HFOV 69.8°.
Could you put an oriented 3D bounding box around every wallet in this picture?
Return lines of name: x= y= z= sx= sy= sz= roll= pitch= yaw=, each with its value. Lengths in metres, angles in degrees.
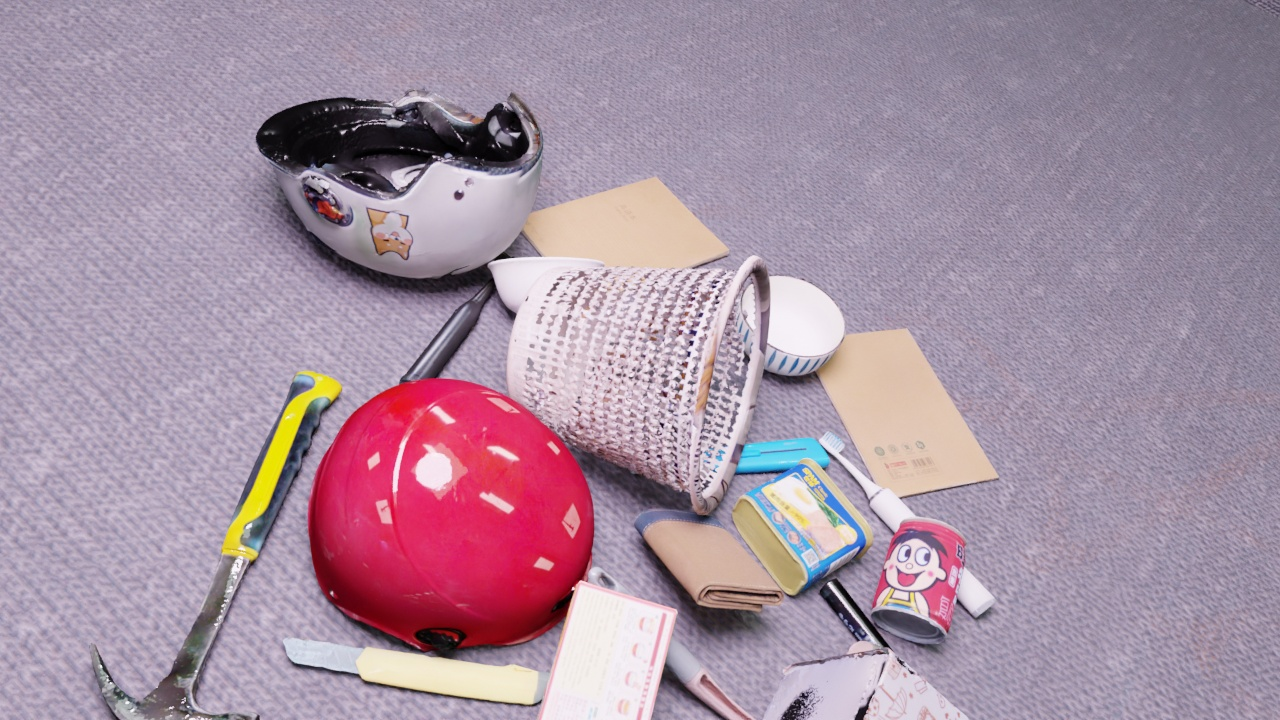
wallet: x=0.056 y=0.166 z=0.768 sx=0.090 sy=0.033 sz=0.115 roll=14 pitch=14 yaw=-31

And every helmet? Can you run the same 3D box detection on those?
helmet: x=-0.229 y=-0.168 z=0.920 sx=0.274 sy=0.157 sz=0.229 roll=4 pitch=34 yaw=10
helmet: x=-0.135 y=0.111 z=0.712 sx=0.240 sy=0.144 sz=0.206 roll=22 pitch=59 yaw=-8

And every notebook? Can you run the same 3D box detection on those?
notebook: x=-0.021 y=-0.143 z=1.062 sx=0.211 sy=0.012 sz=0.149 roll=-23 pitch=60 yaw=-32
notebook: x=0.278 y=0.051 z=0.993 sx=0.147 sy=0.008 sz=0.207 roll=-6 pitch=54 yaw=-22

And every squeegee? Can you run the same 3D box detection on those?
squeegee: x=0.049 y=0.249 z=0.719 sx=0.249 sy=0.040 sz=0.246 roll=42 pitch=54 yaw=-3

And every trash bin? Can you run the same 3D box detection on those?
trash bin: x=-0.004 y=0.005 z=0.818 sx=0.192 sy=0.228 sz=0.226 roll=12 pitch=46 yaw=18

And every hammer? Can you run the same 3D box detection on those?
hammer: x=-0.313 y=0.136 z=0.723 sx=0.126 sy=0.032 sz=0.322 roll=14 pitch=49 yaw=-7

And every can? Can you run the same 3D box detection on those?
can: x=0.145 y=0.151 z=0.837 sx=0.083 sy=0.057 sz=0.102 roll=-23 pitch=60 yaw=-28
can: x=0.248 y=0.194 z=0.813 sx=0.066 sy=0.067 sz=0.093 roll=24 pitch=61 yaw=4

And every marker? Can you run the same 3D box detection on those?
marker: x=0.206 y=0.247 z=0.799 sx=0.022 sy=0.020 sz=0.132 roll=-14 pitch=56 yaw=-43

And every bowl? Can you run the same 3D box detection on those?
bowl: x=0.153 y=-0.029 z=0.982 sx=0.116 sy=0.066 sz=0.116 roll=8 pitch=49 yaw=-9
bowl: x=-0.095 y=-0.066 z=0.928 sx=0.118 sy=0.118 sz=0.064 roll=0 pitch=89 yaw=-18

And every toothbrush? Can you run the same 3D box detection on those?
toothbrush: x=-0.177 y=-0.043 z=0.919 sx=0.027 sy=0.026 sz=0.212 roll=32 pitch=48 yaw=-6
toothbrush: x=0.251 y=0.153 z=0.887 sx=0.221 sy=0.026 sz=0.026 roll=49 pitch=12 yaw=23

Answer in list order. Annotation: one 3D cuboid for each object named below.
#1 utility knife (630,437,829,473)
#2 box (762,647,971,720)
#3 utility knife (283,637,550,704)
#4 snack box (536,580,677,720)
utility knife: x=0.087 y=0.097 z=0.890 sx=0.204 sy=0.018 sz=0.034 roll=-3 pitch=53 yaw=-17
box: x=0.157 y=0.333 z=0.616 sx=0.193 sy=0.157 sz=0.182 roll=42 pitch=56 yaw=-5
utility knife: x=-0.166 y=0.234 z=0.695 sx=0.206 sy=0.021 sz=0.030 roll=16 pitch=45 yaw=-13
snack box: x=-0.031 y=0.245 z=0.655 sx=0.077 sy=0.027 sz=0.155 roll=18 pitch=69 yaw=-3
